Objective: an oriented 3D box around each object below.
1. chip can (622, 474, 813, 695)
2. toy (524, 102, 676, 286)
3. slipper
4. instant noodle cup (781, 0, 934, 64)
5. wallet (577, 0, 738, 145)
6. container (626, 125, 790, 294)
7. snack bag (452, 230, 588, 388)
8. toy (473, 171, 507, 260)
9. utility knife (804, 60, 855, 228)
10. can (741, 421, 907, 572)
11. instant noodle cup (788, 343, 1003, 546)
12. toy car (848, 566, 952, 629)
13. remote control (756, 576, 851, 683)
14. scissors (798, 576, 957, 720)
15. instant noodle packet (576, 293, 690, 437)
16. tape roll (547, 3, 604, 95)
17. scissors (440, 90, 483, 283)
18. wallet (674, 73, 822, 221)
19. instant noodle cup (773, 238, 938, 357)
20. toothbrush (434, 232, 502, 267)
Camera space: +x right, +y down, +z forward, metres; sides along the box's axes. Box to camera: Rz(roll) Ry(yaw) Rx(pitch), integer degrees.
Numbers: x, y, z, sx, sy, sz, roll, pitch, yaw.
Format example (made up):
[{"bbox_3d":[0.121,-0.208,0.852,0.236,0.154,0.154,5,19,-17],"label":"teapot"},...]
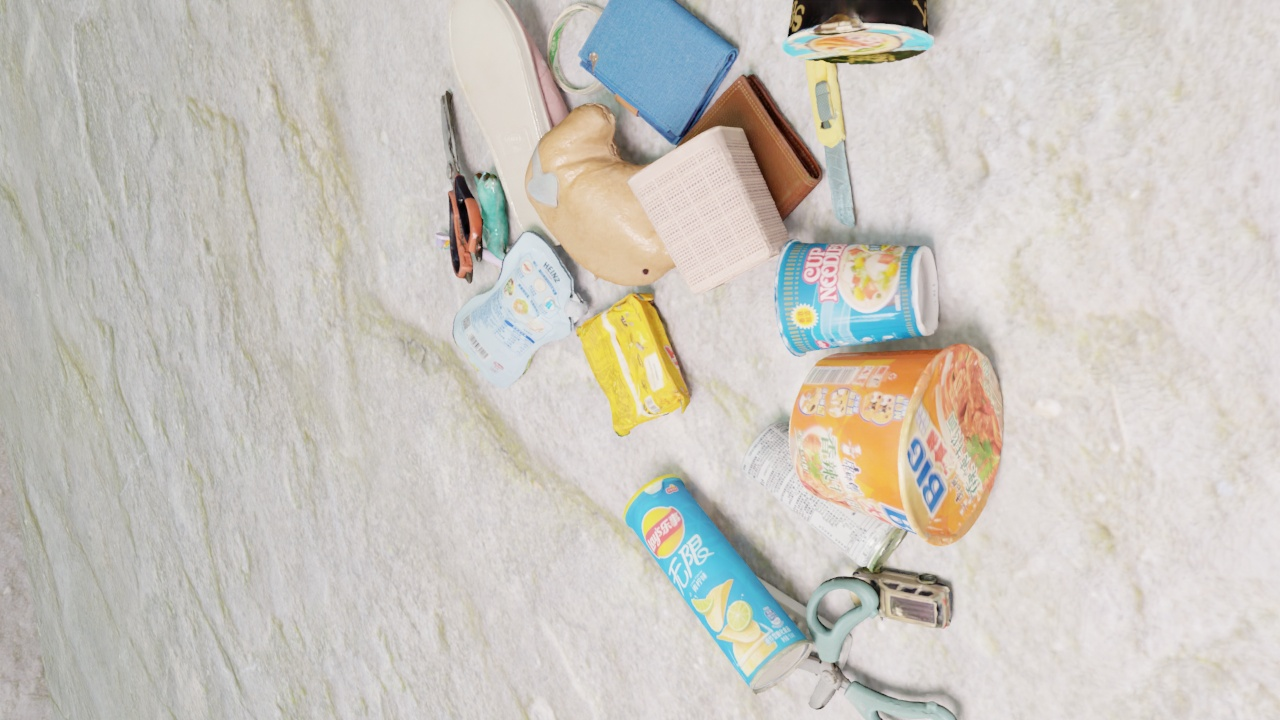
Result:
[{"bbox_3d":[0.069,0.204,0.862,0.210,0.071,0.071,49,126,34],"label":"chip can"},{"bbox_3d":[-0.011,-0.134,0.866,0.226,0.082,0.144,40,127,7],"label":"toy"},{"bbox_3d":[-0.122,-0.250,0.945,0.114,0.054,0.274,-8,107,43],"label":"slipper"},{"bbox_3d":[0.164,-0.293,0.681,0.111,0.111,0.120,7,97,38],"label":"instant noodle cup"},{"bbox_3d":[0.014,-0.276,0.840,0.133,0.040,0.107,44,120,16],"label":"wallet"},{"bbox_3d":[0.062,-0.123,0.763,0.090,0.090,0.111,-27,90,25],"label":"container"},{"bbox_3d":[-0.134,-0.051,1.004,0.192,0.038,0.110,-38,80,41],"label":"snack bag"},{"bbox_3d":[-0.165,-0.167,1.011,0.096,0.030,0.092,-129,34,-49],"label":"toy"},{"bbox_3d":[0.156,-0.219,0.761,0.031,0.022,0.219,-4,102,45],"label":"utility knife"},{"bbox_3d":[0.160,0.117,0.802,0.147,0.058,0.058,38,121,26],"label":"can"},{"bbox_3d":[0.195,0.058,0.712,0.112,0.151,0.151,7,105,46],"label":"instant noodle cup"},{"bbox_3d":[0.221,0.204,0.790,0.091,0.035,0.042,4,101,41],"label":"toy car"},{"bbox_3d":[0.129,0.251,0.883,0.150,0.021,0.058,27,116,31],"label":"remote control"},{"bbox_3d":[0.193,0.259,0.801,0.170,0.019,0.180,11,119,40],"label":"scissors"},{"bbox_3d":[-0.005,0.005,0.919,0.111,0.044,0.128,-28,80,44],"label":"instant noodle packet"},{"bbox_3d":[-0.057,-0.307,0.908,0.086,0.013,0.086,10,106,37],"label":"tape roll"},{"bbox_3d":[-0.200,-0.200,1.015,0.193,0.015,0.207,42,129,53],"label":"scissors"},{"bbox_3d":[0.094,-0.173,0.809,0.101,0.032,0.124,-43,73,40],"label":"wallet"},{"bbox_3d":[0.176,-0.053,0.735,0.110,0.099,0.099,-2,99,31],"label":"instant noodle cup"},{"bbox_3d":[-0.163,-0.111,1.035,0.189,0.029,0.021,24,77,32],"label":"toothbrush"}]
